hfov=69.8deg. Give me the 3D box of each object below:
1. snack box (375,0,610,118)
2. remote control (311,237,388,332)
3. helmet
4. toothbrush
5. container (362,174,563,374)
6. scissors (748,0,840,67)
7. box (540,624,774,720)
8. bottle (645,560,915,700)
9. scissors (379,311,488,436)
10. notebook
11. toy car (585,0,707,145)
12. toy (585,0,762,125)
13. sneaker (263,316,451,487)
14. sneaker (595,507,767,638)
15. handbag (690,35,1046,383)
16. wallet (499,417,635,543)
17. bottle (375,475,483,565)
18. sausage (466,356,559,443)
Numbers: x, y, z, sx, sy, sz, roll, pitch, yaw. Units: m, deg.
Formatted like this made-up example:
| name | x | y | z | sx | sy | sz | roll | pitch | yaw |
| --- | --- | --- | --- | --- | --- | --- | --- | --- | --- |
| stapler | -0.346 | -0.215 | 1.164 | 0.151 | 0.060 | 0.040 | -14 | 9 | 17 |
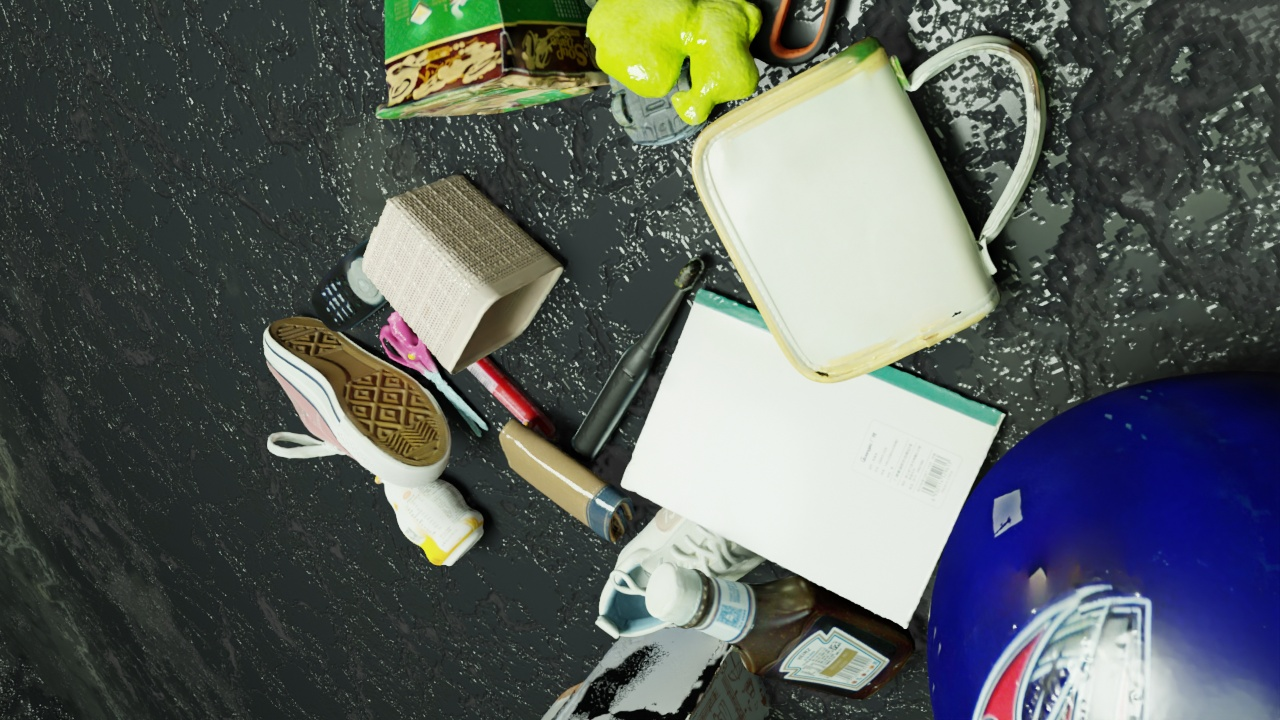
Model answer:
| name | x | y | z | sx | sy | sz | roll | pitch | yaw |
| --- | --- | --- | --- | --- | --- | --- | --- | --- | --- |
| snack box | -0.092 | -0.210 | 0.557 | 0.118 | 0.118 | 0.105 | -2 | 103 | 35 |
| remote control | -0.241 | -0.066 | 0.793 | 0.137 | 0.024 | 0.053 | -27 | 97 | 41 |
| helmet | 0.259 | 0.161 | 0.426 | 0.241 | 0.246 | 0.316 | 0 | 111 | 15 |
| toothbrush | -0.004 | 0.004 | 0.668 | 0.026 | 0.027 | 0.213 | 44 | 133 | 14 |
| container | -0.136 | -0.067 | 0.678 | 0.111 | 0.089 | 0.090 | 45 | 132 | 7 |
| scissors | 0.075 | -0.263 | 0.462 | 0.221 | 0.021 | 0.235 | 16 | 124 | 21 |
| box | -0.037 | 0.321 | 0.778 | 0.260 | 0.178 | 0.110 | -12 | 109 | 38 |
| bottle | 0.093 | 0.179 | 0.619 | 0.194 | 0.044 | 0.080 | 23 | 116 | -25 |
| scissors | -0.184 | 0.019 | 0.813 | 0.073 | 0.017 | 0.137 | -23 | 106 | 46 |
| notebook | 0.103 | 0.059 | 0.595 | 0.209 | 0.012 | 0.150 | 25 | 101 | 20 |
| toy car | 0.004 | -0.188 | 0.543 | 0.054 | 0.036 | 0.120 | -12 | 99 | 31 |
| toy | 0.016 | -0.175 | 0.499 | 0.100 | 0.031 | 0.096 | 1 | 86 | 16 |
| sneaker | -0.258 | 0.050 | 0.819 | 0.241 | 0.118 | 0.088 | 33 | 125 | 29 |
| sneaker | 0.041 | 0.138 | 0.675 | 0.089 | 0.090 | 0.243 | 45 | 132 | 2 |
| handbag | 0.137 | -0.091 | 0.503 | 0.179 | 0.063 | 0.163 | -24 | 102 | 26 |
| wallet | -0.060 | 0.098 | 0.744 | 0.115 | 0.033 | 0.090 | 32 | 159 | 15 |
| bottle | -0.199 | 0.138 | 0.859 | 0.108 | 0.063 | 0.063 | 45 | 132 | 4 |
| sausage | -0.124 | 0.014 | 0.763 | 0.156 | 0.020 | 0.020 | 45 | 132 | 4 |
